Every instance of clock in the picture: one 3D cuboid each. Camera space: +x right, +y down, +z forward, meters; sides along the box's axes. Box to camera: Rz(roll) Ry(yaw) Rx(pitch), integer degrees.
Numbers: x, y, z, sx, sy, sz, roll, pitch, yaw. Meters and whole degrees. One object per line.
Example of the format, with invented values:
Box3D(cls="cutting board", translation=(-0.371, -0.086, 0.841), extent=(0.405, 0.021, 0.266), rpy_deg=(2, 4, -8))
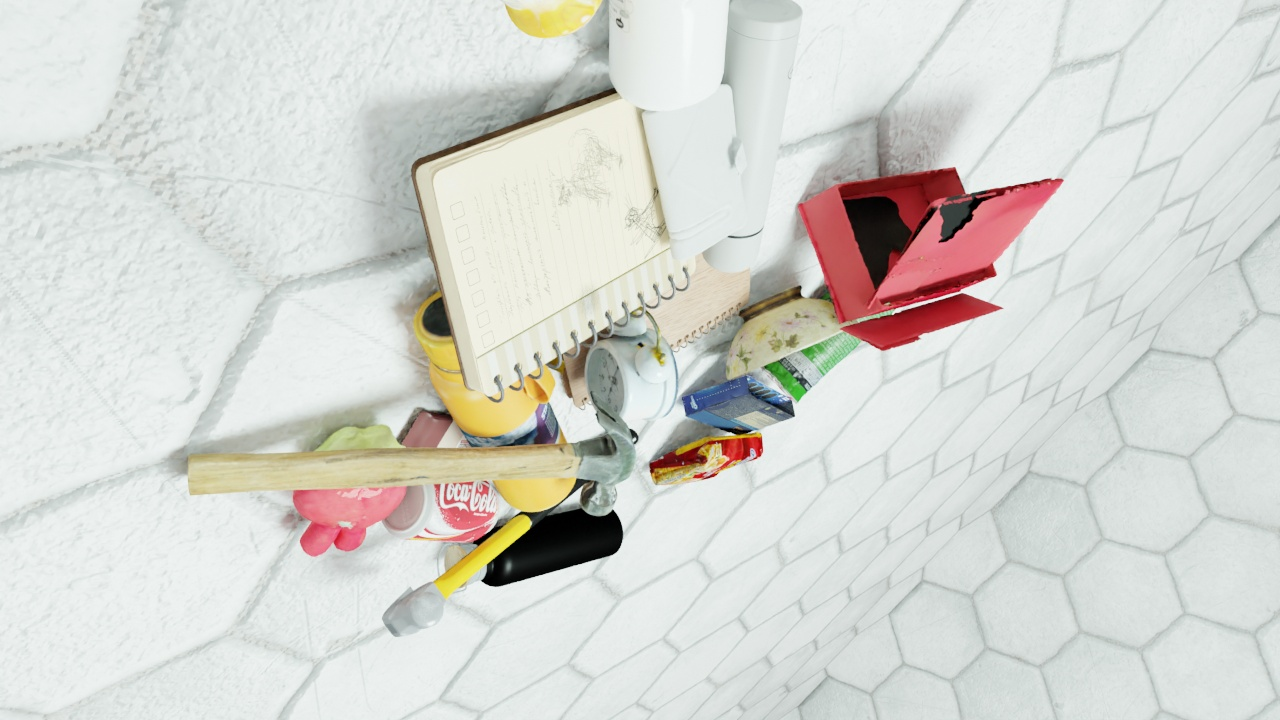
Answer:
Box3D(cls="clock", translation=(-0.005, 0.005, 0.799), extent=(0.057, 0.083, 0.118), rpy_deg=(-10, 137, -31))

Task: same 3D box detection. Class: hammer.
Box3D(cls="hammer", translation=(-0.115, 0.158, 0.891), extent=(0.322, 0.029, 0.127), rpy_deg=(-36, -178, -39))
Box3D(cls="hammer", translation=(-0.161, 0.079, 0.698), extent=(0.330, 0.033, 0.132), rpy_deg=(0, 139, -21))

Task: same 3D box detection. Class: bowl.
Box3D(cls="bowl", translation=(0.146, -0.035, 0.952), extent=(0.145, 0.063, 0.145), rpy_deg=(-22, 176, -2))

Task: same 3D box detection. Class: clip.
Box3D(cls="clip", translation=(-0.092, -0.009, 0.769), extent=(0.044, 0.054, 0.049), rpy_deg=(-52, 127, -13))

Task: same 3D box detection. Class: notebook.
Box3D(cls="notebook", translation=(0.014, -0.054, 0.848), extent=(0.210, 0.022, 0.169), rpy_deg=(-31, 147, -16))
Box3D(cls="notebook", translation=(-0.043, -0.087, 0.632), extent=(0.224, 0.024, 0.168), rpy_deg=(-33, 127, -38))

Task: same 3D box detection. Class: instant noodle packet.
Box3D(cls="instant noodle packet", translation=(0.080, 0.118, 1.102), extent=(0.099, 0.039, 0.135), rpy_deg=(-33, 159, 34))

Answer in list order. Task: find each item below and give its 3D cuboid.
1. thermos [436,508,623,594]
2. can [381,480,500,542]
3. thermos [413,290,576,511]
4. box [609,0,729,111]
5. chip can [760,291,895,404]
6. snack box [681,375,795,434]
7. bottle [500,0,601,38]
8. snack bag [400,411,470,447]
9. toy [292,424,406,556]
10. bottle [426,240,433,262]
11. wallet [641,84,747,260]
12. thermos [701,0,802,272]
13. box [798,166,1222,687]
Box3D(cls="thermos", translation=(-0.120, 0.203, 0.987), extent=(0.230, 0.061, 0.061), rpy_deg=(-4, 133, -46))
Box3D(cls="can", translation=(-0.177, 0.129, 0.821), extent=(0.064, 0.064, 0.104), rpy_deg=(-48, 151, 11))
Box3D(cls="thermos", translation=(-0.107, 0.034, 0.751), extent=(0.091, 0.076, 0.233), rpy_deg=(-16, 140, 1))
Box3D(cls="box", translation=(0.044, -0.243, 0.583), extent=(0.143, 0.083, 0.138), rpy_deg=(-24, 145, -17))
Box3D(cls="chip can", translation=(0.233, -0.051, 1.050), extent=(0.223, 0.075, 0.075), rpy_deg=(-44, 150, 3))
Box3D(cls="snack box", translation=(0.116, 0.055, 1.064), extent=(0.082, 0.027, 0.150), rpy_deg=(-19, 158, 23))
Box3D(cls="bottle", translation=(-0.063, -0.226, 0.495), extent=(0.063, 0.063, 0.109), rpy_deg=(-44, 150, 4))
Box3D(cls="snack bag", translation=(-0.149, 0.070, 0.829), extent=(0.157, 0.013, 0.057), rpy_deg=(7, 125, -51))
Box3D(cls="toy", translation=(-0.236, 0.107, 0.745), extent=(0.091, 0.045, 0.135), rpy_deg=(-1, 126, -36))
Box3D(cls="bottle", translation=(-0.083, -0.074, 0.664), extent=(0.156, 0.068, 0.068), rpy_deg=(3, 128, -50))
Box3D(cls="wallet", translation=(0.045, -0.138, 0.672), extent=(0.086, 0.032, 0.116), rpy_deg=(-38, 129, -33))
Box3D(cls="thermos", translation=(0.083, -0.168, 0.723), extent=(0.052, 0.052, 0.225), rpy_deg=(-24, 140, -27))
Box3D(cls="box", translation=(0.361, 0.019, 0.859), extent=(0.214, 0.510, 0.141), rpy_deg=(-14, 156, -37))
